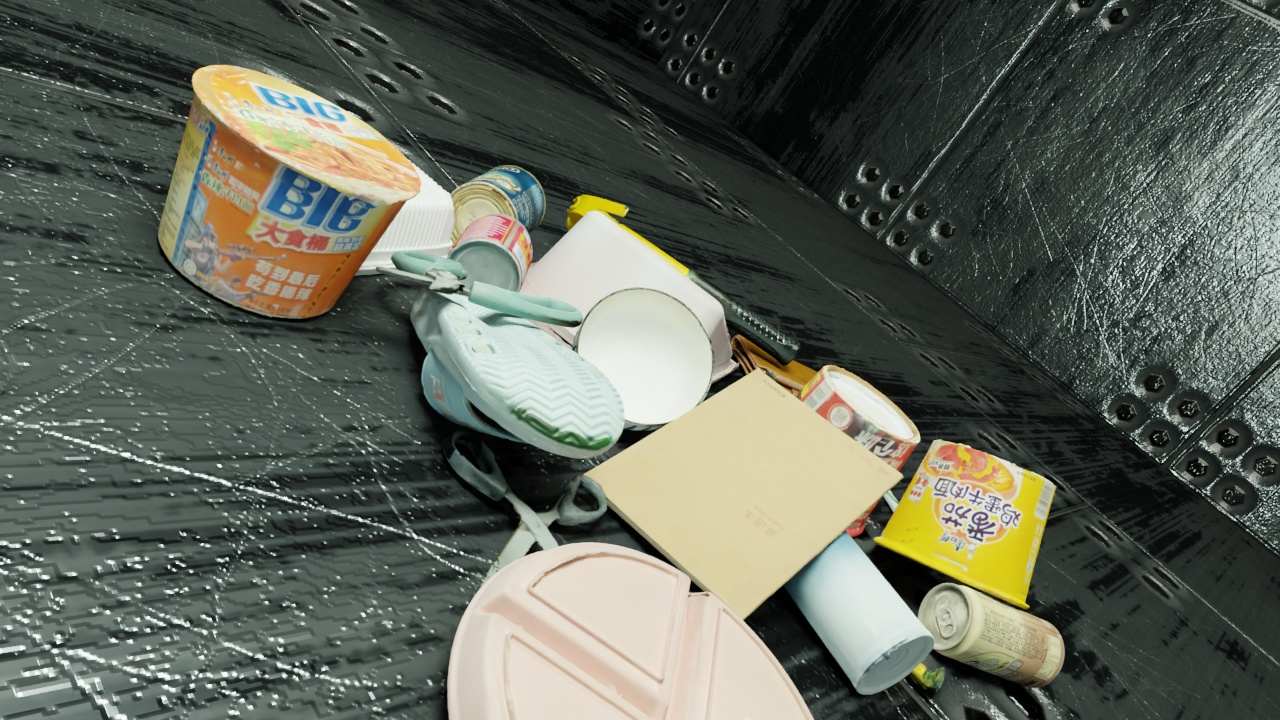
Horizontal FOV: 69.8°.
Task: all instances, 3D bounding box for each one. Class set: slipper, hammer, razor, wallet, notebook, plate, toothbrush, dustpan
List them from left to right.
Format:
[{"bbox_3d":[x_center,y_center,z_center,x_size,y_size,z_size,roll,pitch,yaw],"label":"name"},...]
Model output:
[{"bbox_3d":[-0.102,0.011,0.626,0.104,0.074,0.245,15,12,-33],"label":"slipper"},{"bbox_3d":[-0.024,-0.035,0.932,0.222,0.138,0.273,37,-8,12],"label":"dustpan"},{"bbox_3d":[0.014,0.180,0.445,0.229,0.028,0.229,32,26,-18],"label":"plate"},{"bbox_3d":[0.049,-0.088,1.014,0.300,0.033,0.129,34,-7,-8],"label":"hammer"},{"bbox_3d":[0.082,0.087,0.679,0.149,0.012,0.210,38,43,26],"label":"notebook"},{"bbox_3d":[0.174,0.024,1.065,0.130,0.035,0.119,25,23,-20],"label":"wallet"},{"bbox_3d":[0.180,0.196,0.701,0.132,0.028,0.043,50,2,28],"label":"razor"},{"bbox_3d":[0.263,0.133,0.983,0.016,0.018,0.191,26,22,-23],"label":"toothbrush"}]

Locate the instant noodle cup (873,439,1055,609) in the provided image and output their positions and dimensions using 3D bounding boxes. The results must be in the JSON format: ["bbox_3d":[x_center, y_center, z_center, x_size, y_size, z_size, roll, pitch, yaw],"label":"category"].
[{"bbox_3d":[0.290,0.140,0.809,0.138,0.109,0.138,23,-5,2],"label":"instant noodle cup"}]

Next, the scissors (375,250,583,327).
[{"bbox_3d":[-0.134,-0.059,0.682,0.170,0.019,0.181,10,12,-45],"label":"scissors"}]

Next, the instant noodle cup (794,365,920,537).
[{"bbox_3d":[0.182,0.079,0.849,0.138,0.109,0.137,30,22,-13],"label":"instant noodle cup"}]

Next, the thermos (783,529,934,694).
[{"bbox_3d":[0.125,0.138,0.687,0.070,0.070,0.220,15,30,-43],"label":"thermos"}]

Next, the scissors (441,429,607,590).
[{"bbox_3d":[-0.062,0.099,0.552,0.159,0.014,0.181,6,31,-51],"label":"scissors"}]

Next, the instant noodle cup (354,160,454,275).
[{"bbox_3d":[-0.231,-0.136,0.764,0.138,0.060,0.173,40,22,12],"label":"instant noodle cup"}]

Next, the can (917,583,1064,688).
[{"bbox_3d":[0.290,0.227,0.758,0.116,0.059,0.058,26,22,-23],"label":"can"}]

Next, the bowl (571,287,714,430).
[{"bbox_3d":[-0.005,0.004,0.759,0.116,0.116,0.066,32,-23,-7],"label":"bowl"}]

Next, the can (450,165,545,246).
[{"bbox_3d":[-0.142,-0.145,0.897,0.075,0.075,0.111,33,21,-4],"label":"can"}]

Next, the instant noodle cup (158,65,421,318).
[{"bbox_3d":[-0.238,-0.106,0.609,0.151,0.112,0.151,30,21,-13],"label":"instant noodle cup"}]

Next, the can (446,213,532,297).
[{"bbox_3d":[-0.130,-0.087,0.799,0.066,0.067,0.093,30,21,-12],"label":"can"}]
